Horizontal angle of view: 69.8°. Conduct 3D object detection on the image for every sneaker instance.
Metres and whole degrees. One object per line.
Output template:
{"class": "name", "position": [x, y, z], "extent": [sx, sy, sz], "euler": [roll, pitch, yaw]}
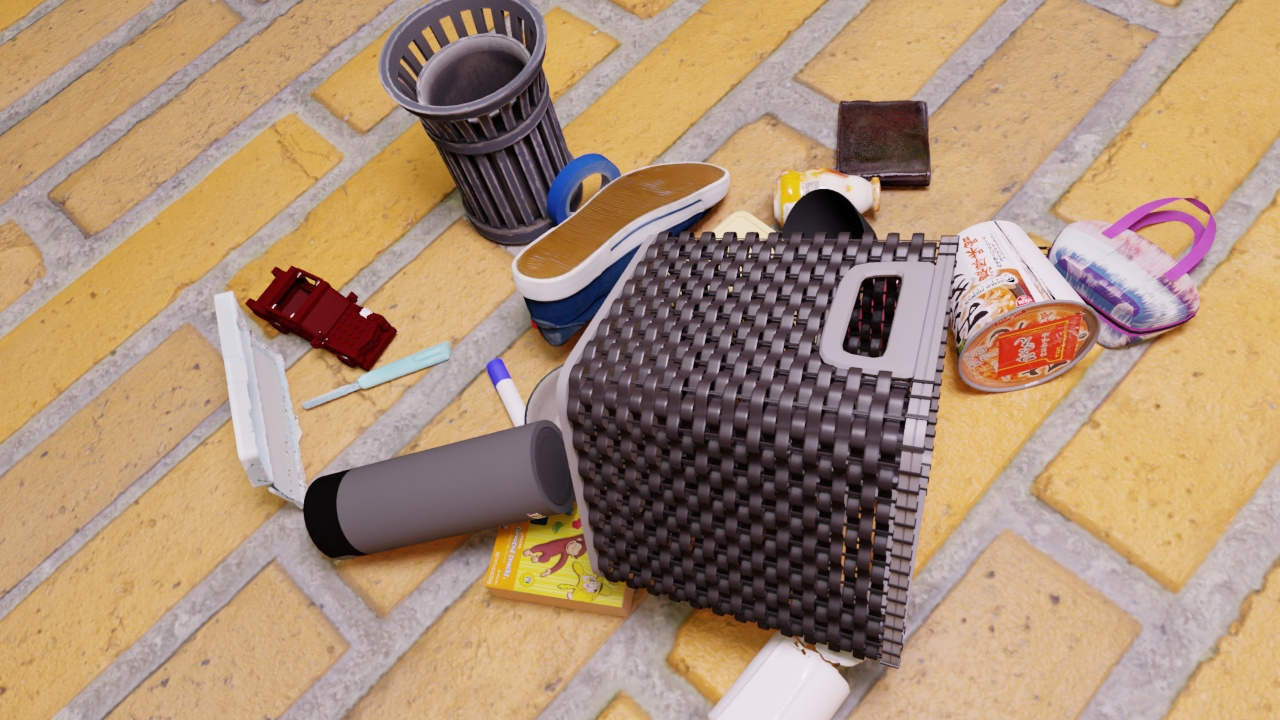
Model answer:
{"class": "sneaker", "position": [-0.004, -0.107, 0.958], "extent": [0.121, 0.127, 0.293], "euler": [24, 50, 34]}

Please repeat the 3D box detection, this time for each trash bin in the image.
{"class": "trash bin", "position": [-0.151, -0.242, 0.967], "extent": [0.164, 0.228, 0.164], "euler": [-5, 61, 8]}

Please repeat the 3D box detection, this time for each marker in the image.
{"class": "marker", "position": [-0.121, 0.057, 0.920], "extent": [0.020, 0.020, 0.141], "euler": [-28, 60, -5]}

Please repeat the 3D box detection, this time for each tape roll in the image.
{"class": "tape roll", "position": [-0.060, -0.180, 0.993], "extent": [0.091, 0.093, 0.016], "euler": [-33, 60, -26]}

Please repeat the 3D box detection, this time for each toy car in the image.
{"class": "toy car", "position": [-0.353, -0.053, 0.999], "extent": [0.170, 0.062, 0.070], "euler": [23, 69, 21]}

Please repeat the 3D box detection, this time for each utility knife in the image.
{"class": "utility knife", "position": [-0.281, 0.017, 0.973], "extent": [0.168, 0.015, 0.022], "euler": [-21, 59, -3]}

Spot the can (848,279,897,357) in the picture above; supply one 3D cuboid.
{"class": "can", "position": [0.237, -0.039, 0.878], "extent": [0.063, 0.063, 0.114], "euler": [24, 69, 21]}

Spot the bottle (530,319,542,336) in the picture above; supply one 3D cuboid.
{"class": "bottle", "position": [-0.076, -0.089, 0.977], "extent": [0.042, 0.042, 0.141], "euler": [12, 65, 16]}

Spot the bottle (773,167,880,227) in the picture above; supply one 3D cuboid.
{"class": "bottle", "position": [0.194, -0.170, 0.957], "extent": [0.109, 0.063, 0.063], "euler": [-2, 61, 10]}

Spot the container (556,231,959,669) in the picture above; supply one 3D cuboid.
{"class": "container", "position": [0.101, 0.050, 0.723], "extent": [0.244, 0.246, 0.246], "euler": [8, 40, 19]}

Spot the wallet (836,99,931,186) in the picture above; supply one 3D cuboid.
{"class": "wallet", "position": [0.264, -0.237, 1.002], "extent": [0.099, 0.031, 0.119], "euler": [3, 60, 9]}

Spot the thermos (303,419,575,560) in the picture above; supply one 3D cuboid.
{"class": "thermos", "position": [-0.183, 0.120, 0.828], "extent": [0.241, 0.082, 0.082], "euler": [-15, 59, 20]}

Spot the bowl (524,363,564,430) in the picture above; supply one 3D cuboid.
{"class": "bowl", "position": [-0.048, 0.062, 0.879], "extent": [0.115, 0.059, 0.115], "euler": [-5, 61, 8]}

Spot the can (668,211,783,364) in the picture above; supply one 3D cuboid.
{"class": "can", "position": [0.082, -0.067, 0.899], "extent": [0.130, 0.101, 0.072], "euler": [-41, 60, -12]}

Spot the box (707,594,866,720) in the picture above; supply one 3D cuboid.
{"class": "box", "position": [0.125, 0.252, 0.727], "extent": [0.081, 0.092, 0.160], "euler": [28, 67, 41]}

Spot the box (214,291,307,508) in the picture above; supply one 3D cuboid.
{"class": "box", "position": [-0.379, 0.042, 0.909], "extent": [0.043, 0.136, 0.197], "euler": [-19, 60, -7]}

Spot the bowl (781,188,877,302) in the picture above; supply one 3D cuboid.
{"class": "bowl", "position": [0.199, -0.108, 0.914], "extent": [0.052, 0.124, 0.124], "euler": [-6, 55, -31]}

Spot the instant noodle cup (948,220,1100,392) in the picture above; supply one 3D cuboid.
{"class": "instant noodle cup", "position": [0.334, -0.056, 0.845], "extent": [0.124, 0.124, 0.121], "euler": [-12, 51, 4]}

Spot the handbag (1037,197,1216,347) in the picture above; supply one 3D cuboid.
{"class": "handbag", "position": [0.475, -0.099, 0.872], "extent": [0.169, 0.068, 0.144], "euler": [-35, 62, -16]}

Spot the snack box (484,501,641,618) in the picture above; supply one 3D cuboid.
{"class": "snack box", "position": [-0.066, 0.176, 0.832], "extent": [0.126, 0.040, 0.088], "euler": [5, 63, 13]}
